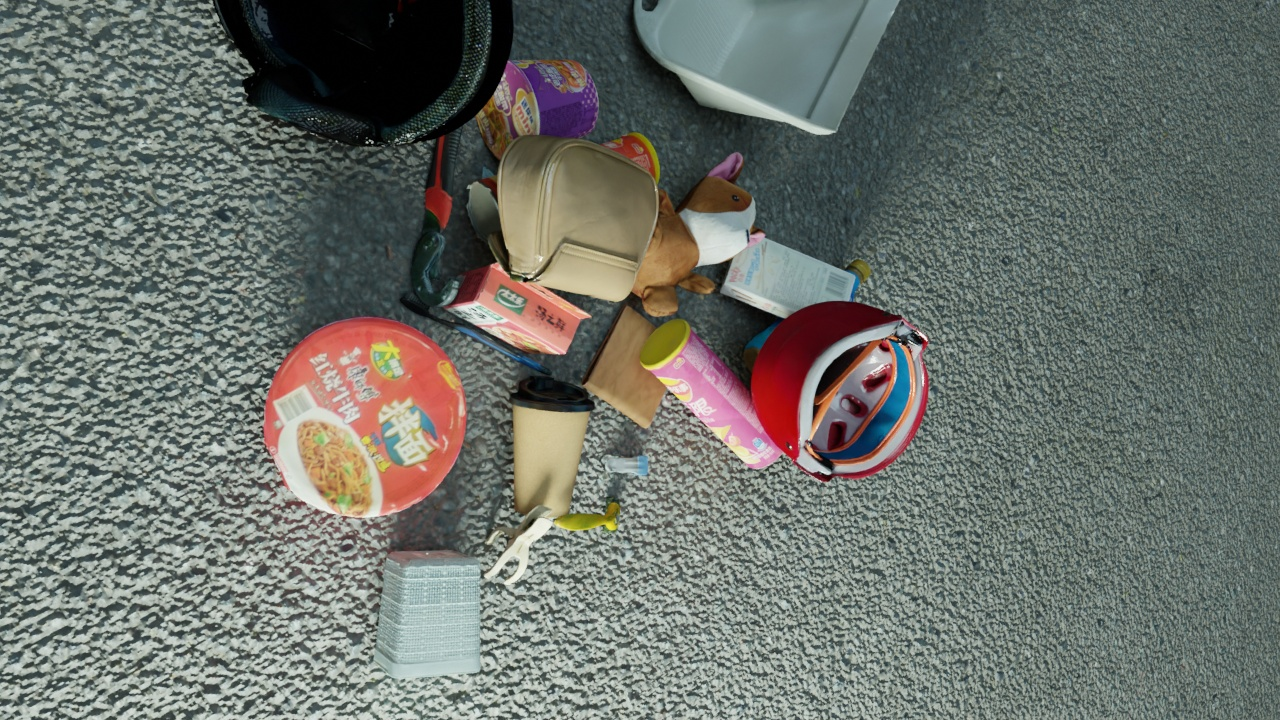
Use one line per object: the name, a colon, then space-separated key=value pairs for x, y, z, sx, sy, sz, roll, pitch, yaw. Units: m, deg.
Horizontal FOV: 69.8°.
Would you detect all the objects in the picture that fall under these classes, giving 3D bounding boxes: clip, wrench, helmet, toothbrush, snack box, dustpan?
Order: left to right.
helmet: x=-0.244 y=-0.321 z=0.833 sx=0.275 sy=0.229 sz=0.234 roll=36 pitch=107 yaw=5
wrench: x=-0.204 y=-0.189 z=0.958 sx=0.016 sy=0.056 sz=0.273 roll=20 pitch=73 yaw=-65
toothbrush: x=-0.173 y=-0.027 z=0.991 sx=0.189 sy=0.014 sz=0.016 roll=28 pitch=52 yaw=-27
snack box: x=-0.130 y=-0.050 z=0.949 sx=0.113 sy=0.127 sz=0.044 roll=30 pitch=75 yaw=-25
clip: x=-0.128 y=0.200 z=0.960 sx=0.035 sy=0.103 sz=0.092 roll=29 pitch=55 yaw=-28
clip: x=-0.019 y=0.122 z=1.075 sx=0.058 sy=0.039 sz=0.026 roll=6 pitch=88 yaw=-31
dustpan: x=0.130 y=-0.399 z=1.066 sx=0.142 sy=0.258 sz=0.222 roll=44 pitch=68 yaw=-47
snack box: x=0.184 y=-0.096 z=1.143 sx=0.157 sy=0.027 sz=0.084 roll=22 pitch=65 yaw=-2
helmet: x=0.224 y=0.027 z=1.074 sx=0.207 sy=0.144 sz=0.240 roll=-55 pitch=138 yaw=1

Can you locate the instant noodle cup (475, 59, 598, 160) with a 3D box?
instant noodle cup: x=-0.107 y=-0.273 z=0.981 sx=0.099 sy=0.112 sz=0.111 roll=-26 pitch=102 yaw=-37

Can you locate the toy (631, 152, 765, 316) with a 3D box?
toy: x=0.065 y=-0.146 z=1.062 sx=0.199 sy=0.130 sz=0.140 roll=-34 pitch=128 yaw=-30

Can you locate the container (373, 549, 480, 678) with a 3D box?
container: x=-0.212 y=0.251 z=0.924 sx=0.090 sy=0.090 sz=0.111 roll=6 pitch=84 yaw=-30

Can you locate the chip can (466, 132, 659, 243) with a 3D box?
chip can: x=-0.080 y=-0.189 z=1.001 sx=0.216 sy=0.073 sz=0.073 roll=-26 pitch=102 yaw=-32

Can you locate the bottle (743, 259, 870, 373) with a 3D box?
bottle: x=0.224 y=-0.058 z=1.187 sx=0.218 sy=0.065 sz=0.065 roll=-42 pitch=109 yaw=-23

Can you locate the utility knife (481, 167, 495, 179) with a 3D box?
utility knife: x=-0.105 y=-0.143 z=1.027 sx=0.196 sy=0.020 sz=0.030 roll=44 pitch=65 yaw=-23

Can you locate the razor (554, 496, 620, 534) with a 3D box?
razor: x=-0.055 y=0.175 z=1.012 sx=0.132 sy=0.028 sz=0.043 roll=14 pitch=84 yaw=-64

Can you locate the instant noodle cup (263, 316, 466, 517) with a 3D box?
instant noodle cup: x=-0.273 y=0.054 z=0.903 sx=0.193 sy=0.066 sz=0.194 roll=0 pitch=89 yaw=-31

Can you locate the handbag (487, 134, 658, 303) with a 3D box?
handbag: x=-0.066 y=-0.140 z=0.906 sx=0.204 sy=0.100 sz=0.148 roll=8 pitch=93 yaw=-58

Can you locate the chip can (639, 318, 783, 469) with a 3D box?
chip can: x=0.091 y=0.044 z=1.098 sx=0.210 sy=0.071 sz=0.071 roll=44 pitch=69 yaw=-28

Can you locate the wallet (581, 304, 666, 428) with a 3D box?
wallet: x=-0.006 y=0.006 z=1.083 sx=0.101 sy=0.020 sz=0.115 roll=35 pitch=71 yaw=-27

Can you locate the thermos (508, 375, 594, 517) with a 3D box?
thermos: x=-0.100 y=0.093 z=0.993 sx=0.093 sy=0.093 sz=0.143 roll=3 pitch=97 yaw=-30
